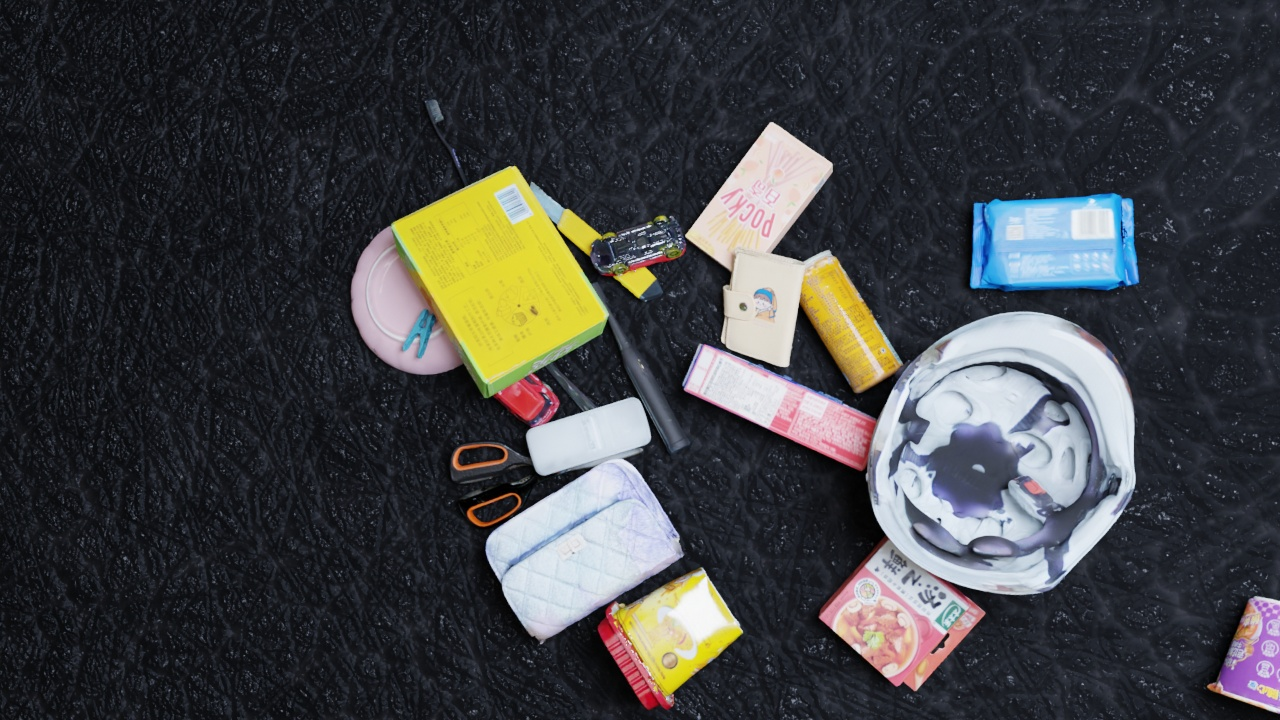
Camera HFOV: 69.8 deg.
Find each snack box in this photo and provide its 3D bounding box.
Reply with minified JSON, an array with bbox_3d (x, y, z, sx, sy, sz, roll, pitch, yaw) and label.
[{"bbox_3d":[0.130,-0.172,1.004,0.084,0.026,0.157,38,95,12],"label":"snack box"},{"bbox_3d":[0.268,0.261,0.940,0.127,0.044,0.113,40,96,11],"label":"snack box"},{"bbox_3d":[0.150,0.047,0.972,0.207,0.057,0.058,25,95,12],"label":"snack box"},{"bbox_3d":[-0.155,-0.087,1.012,0.157,0.070,0.210,-30,81,-15],"label":"snack box"}]

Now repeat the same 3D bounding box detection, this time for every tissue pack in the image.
[{"bbox_3d":[0.414,-0.116,0.925,0.157,0.052,0.095,-1,85,12],"label":"tissue pack"}]

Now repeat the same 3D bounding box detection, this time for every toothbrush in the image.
[{"bbox_3d":[-0.098,0.013,1.050,0.015,0.018,0.181,-45,81,3],"label":"toothbrush"},{"bbox_3d":[-0.006,0.006,1.025,0.212,0.026,0.027,61,144,10],"label":"toothbrush"},{"bbox_3d":[-0.214,-0.230,1.090,0.017,0.014,0.189,-25,82,-3],"label":"toothbrush"}]

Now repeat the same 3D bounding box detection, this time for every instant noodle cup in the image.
[{"bbox_3d":[0.035,0.284,0.962,0.123,0.116,0.116,-33,80,-3],"label":"instant noodle cup"},{"bbox_3d":[0.596,0.276,0.840,0.111,0.111,0.099,17,84,13],"label":"instant noodle cup"}]

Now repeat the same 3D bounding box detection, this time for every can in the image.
[{"bbox_3d":[0.213,-0.040,0.962,0.058,0.058,0.146,-31,81,9],"label":"can"}]

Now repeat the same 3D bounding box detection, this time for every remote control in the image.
[{"bbox_3d":[-0.058,0.084,1.019,0.136,0.020,0.056,-18,83,5],"label":"remote control"}]

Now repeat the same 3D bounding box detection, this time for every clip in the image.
[{"bbox_3d":[-0.250,-0.032,1.045,0.040,0.014,0.056,23,92,12],"label":"clip"}]

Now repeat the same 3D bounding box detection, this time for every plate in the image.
[{"bbox_3d":[-0.258,-0.080,1.077,0.192,0.039,0.192,-1,87,12],"label":"plate"}]

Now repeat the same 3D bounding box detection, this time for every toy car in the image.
[{"bbox_3d":[-0.003,-0.124,1.019,0.106,0.031,0.049,-18,67,-5],"label":"toy car"},{"bbox_3d":[-0.148,0.025,1.046,0.120,0.045,0.053,40,94,14],"label":"toy car"}]

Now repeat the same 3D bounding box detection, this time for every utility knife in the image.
[{"bbox_3d":[-0.055,-0.136,1.048,0.207,0.015,0.033,41,75,12],"label":"utility knife"}]

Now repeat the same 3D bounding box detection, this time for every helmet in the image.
[{"bbox_3d":[0.335,0.089,0.884,0.229,0.146,0.258,26,84,10],"label":"helmet"}]

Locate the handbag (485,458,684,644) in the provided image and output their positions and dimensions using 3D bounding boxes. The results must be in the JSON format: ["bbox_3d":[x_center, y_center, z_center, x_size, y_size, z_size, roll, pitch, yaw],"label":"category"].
[{"bbox_3d":[-0.066,0.204,1.001,0.194,0.075,0.134,-34,86,9],"label":"handbag"}]

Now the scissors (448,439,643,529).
[{"bbox_3d":[-0.106,0.134,1.047,0.234,0.021,0.162,9,96,6],"label":"scissors"}]

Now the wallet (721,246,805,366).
[{"bbox_3d":[0.126,-0.058,0.974,0.087,0.024,0.115,20,120,29],"label":"wallet"}]
